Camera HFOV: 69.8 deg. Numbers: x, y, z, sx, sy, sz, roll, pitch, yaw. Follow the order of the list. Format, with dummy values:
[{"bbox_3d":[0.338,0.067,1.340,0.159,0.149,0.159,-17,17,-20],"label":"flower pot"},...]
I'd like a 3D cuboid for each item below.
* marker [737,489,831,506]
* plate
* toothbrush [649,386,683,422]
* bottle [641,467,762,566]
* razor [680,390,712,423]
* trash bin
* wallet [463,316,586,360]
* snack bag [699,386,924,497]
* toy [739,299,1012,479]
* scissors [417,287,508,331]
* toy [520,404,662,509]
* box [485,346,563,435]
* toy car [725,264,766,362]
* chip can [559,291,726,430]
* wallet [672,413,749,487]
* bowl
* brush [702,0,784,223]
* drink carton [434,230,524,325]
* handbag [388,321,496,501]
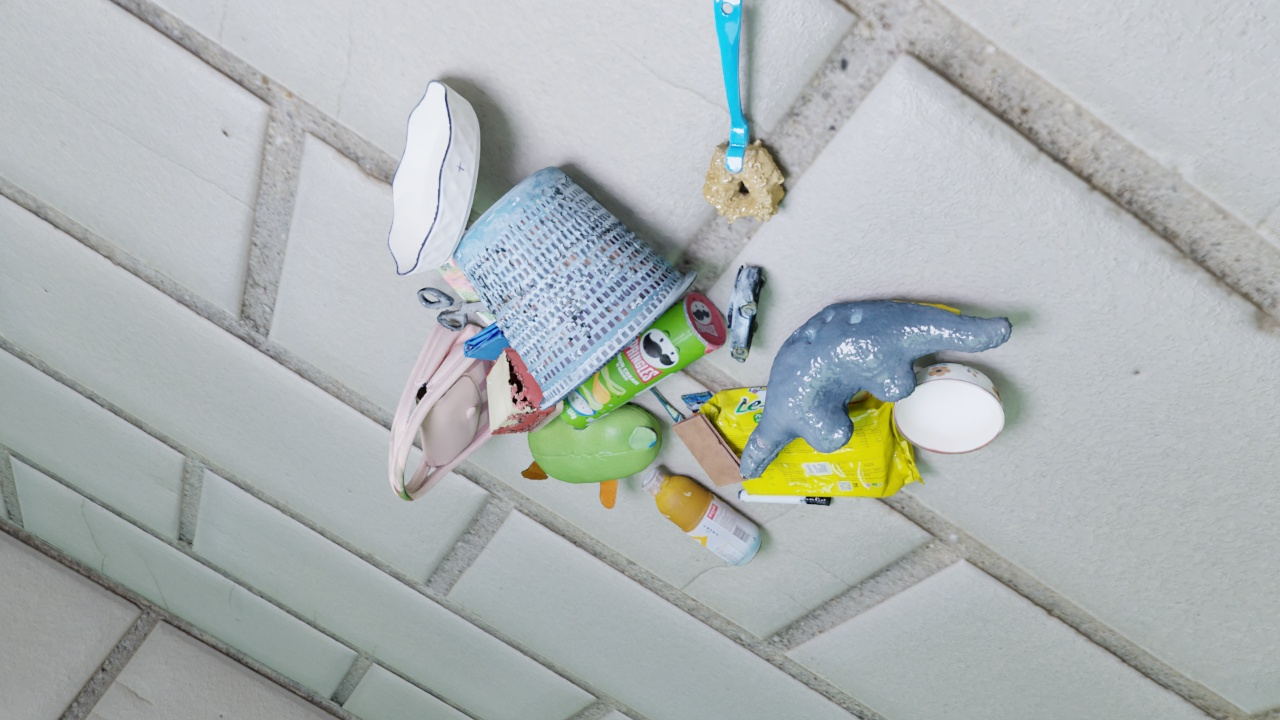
[{"bbox_3d":[0.197,0.189,1.258,0.131,0.018,0.022,-1,141,28],"label":"marker"},{"bbox_3d":[-0.219,-0.188,0.970,0.045,0.204,0.205,8,147,-29],"label":"plate"},{"bbox_3d":[0.056,0.079,1.220,0.018,0.016,0.191,-26,117,30],"label":"toothbrush"},{"bbox_3d":[0.086,0.219,1.307,0.189,0.067,0.068,37,138,-11],"label":"bottle"},{"bbox_3d":[0.100,0.099,1.212,0.043,0.022,0.143,-8,129,35],"label":"razor"},{"bbox_3d":[-0.085,-0.091,0.992,0.195,0.225,0.227,49,135,-6],"label":"trash bin"},{"bbox_3d":[-0.141,-0.024,1.150,0.132,0.040,0.107,5,159,-39],"label":"wallet"},{"bbox_3d":[0.210,0.104,1.128,0.247,0.068,0.158,-5,130,30],"label":"snack bag"},{"bbox_3d":[0.216,0.015,0.993,0.357,0.091,0.138,-39,76,34],"label":"toy"},{"bbox_3d":[-0.217,-0.070,1.127,0.145,0.014,0.173,34,153,0],"label":"scissors"},{"bbox_3d":[-0.078,0.111,1.266,0.247,0.089,0.227,-4,119,25],"label":"toy"},{"bbox_3d":[-0.156,0.042,1.145,0.079,0.091,0.169,-4,167,-19],"label":"box"},{"bbox_3d":[0.115,-0.051,1.028,0.037,0.054,0.121,12,138,12],"label":"toy car"},{"bbox_3d":[-0.007,0.006,1.104,0.237,0.072,0.072,-33,113,34],"label":"chip can"},{"bbox_3d":[0.089,0.114,1.158,0.101,0.020,0.115,52,163,-1],"label":"wallet"},{"bbox_3d":[0.336,0.043,1.002,0.113,0.062,0.114,10,134,10],"label":"bowl"},{"bbox_3d":[0.090,-0.229,0.858,0.083,0.045,0.255,12,142,21],"label":"brush"},{"bbox_3d":[-0.197,-0.098,1.139,0.046,0.053,0.122,-20,122,39],"label":"drink carton"},{"bbox_3d":[-0.269,0.081,1.222,0.093,0.233,0.194,18,138,12],"label":"handbag"}]
